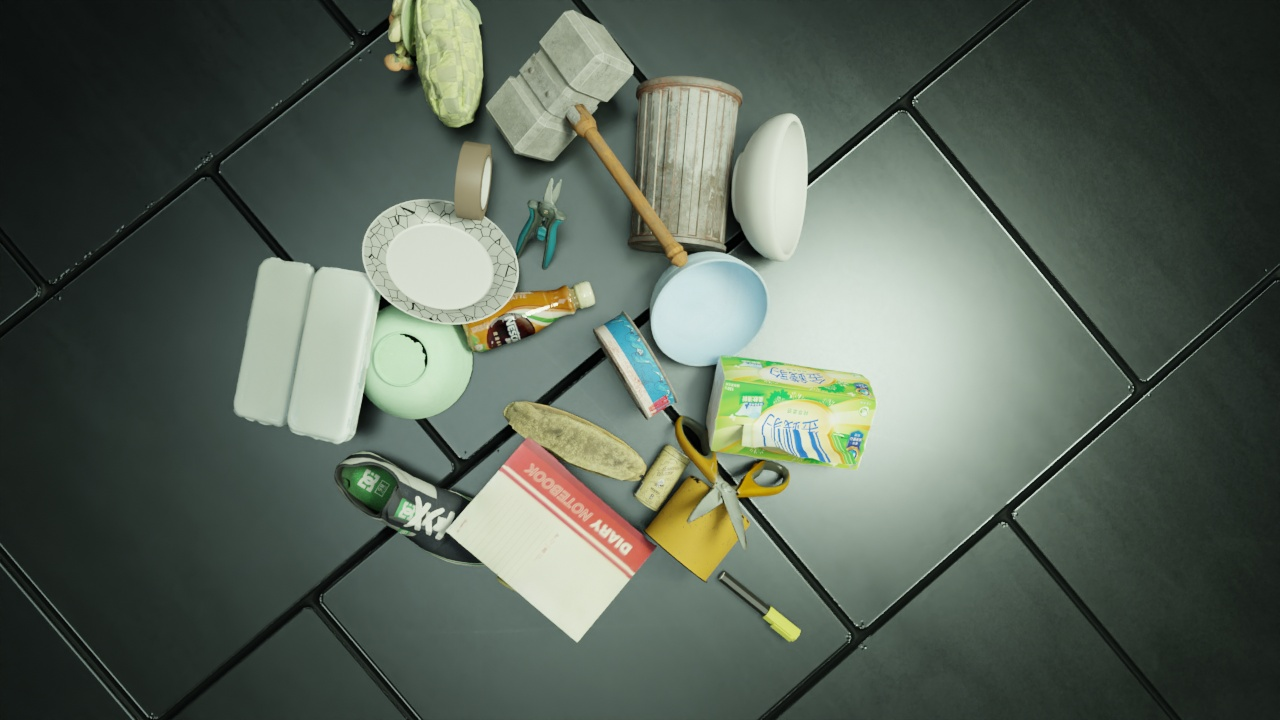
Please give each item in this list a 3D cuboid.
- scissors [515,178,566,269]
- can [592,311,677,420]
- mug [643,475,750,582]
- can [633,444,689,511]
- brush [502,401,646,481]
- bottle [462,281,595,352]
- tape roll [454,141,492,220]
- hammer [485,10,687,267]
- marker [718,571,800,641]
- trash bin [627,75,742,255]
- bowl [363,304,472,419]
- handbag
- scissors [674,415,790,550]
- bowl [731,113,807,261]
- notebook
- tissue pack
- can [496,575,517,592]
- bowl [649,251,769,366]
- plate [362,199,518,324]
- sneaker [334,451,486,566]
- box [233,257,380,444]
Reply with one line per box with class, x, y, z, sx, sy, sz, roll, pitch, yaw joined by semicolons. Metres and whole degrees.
scissors;-0.117;-0.164;1.128;0.127;0.144;0.019;-6;44;27
can;-0.007;0.007;1.119;0.044;0.130;0.130;-31;90;-4
mug;0.078;0.211;1.142;0.094;0.100;0.123;-51;132;-5
can;0.027;0.148;1.164;0.038;0.038;0.079;34;87;-2
brush;-0.083;0.101;1.156;0.195;0.043;0.059;26;87;-1
bottle;-0.140;-0.060;1.150;0.167;0.059;0.059;-18;90;-6
tape roll;-0.206;-0.221;1.132;0.030;0.094;0.093;8;88;-3
hammer;-0.036;-0.234;1.074;0.163;0.082;0.317;-42;72;25
marker;0.151;0.315;1.176;0.124;0.021;0.018;39;131;0
trash bin;0.053;-0.243;1.130;0.131;0.131;0.211;5;90;-3
bowl;-0.287;-0.001;1.132;0.151;0.077;0.151;0;90;-3
handbag;-0.255;-0.380;1.127;0.117;0.113;0.186;-4;90;4
scissors;0.097;0.140;1.114;0.216;0.224;0.016;41;121;21
bowl;0.154;-0.211;1.124;0.066;0.176;0.176;6;88;22
notebook;-0.107;0.216;1.113;0.209;0.012;0.153;40;84;-1
tissue pack;0.184;0.078;1.109;0.197;0.141;0.120;2;115;0
can;-0.106;0.255;1.146;0.116;0.056;0.092;28;86;-2
bowl;0.077;-0.075;1.142;0.150;0.074;0.151;-7;124;-11
plate;-0.244;-0.119;1.126;0.188;0.016;0.188;11;55;-17
sneaker;-0.269;0.188;1.127;0.235;0.079;0.084;29;86;-3
box;-0.409;-0.016;1.114;0.189;0.037;0.209;13;91;18
